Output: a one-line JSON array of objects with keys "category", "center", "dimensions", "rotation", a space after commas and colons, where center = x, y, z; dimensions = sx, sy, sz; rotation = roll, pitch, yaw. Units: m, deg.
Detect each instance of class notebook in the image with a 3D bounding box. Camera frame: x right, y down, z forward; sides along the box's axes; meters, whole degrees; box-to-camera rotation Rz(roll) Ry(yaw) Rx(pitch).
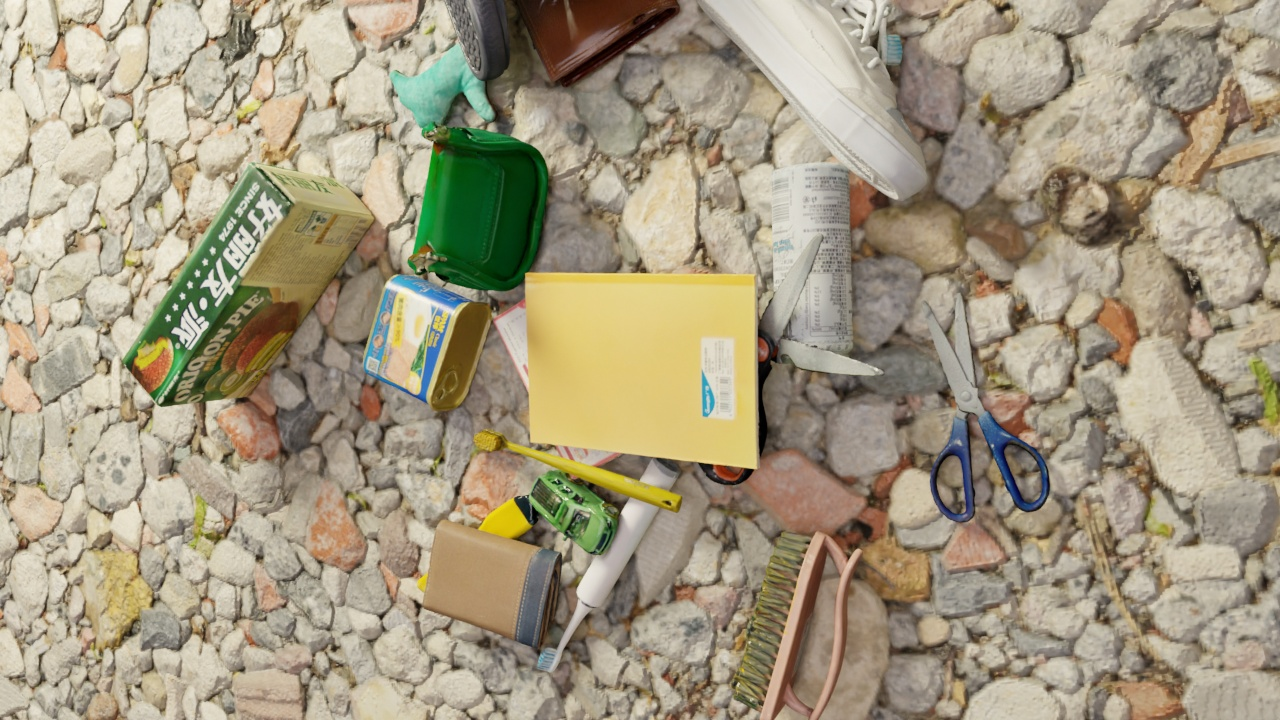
[{"category": "notebook", "center": [-0.004, 0.004, 0.716], "dimensions": [0.207, 0.010, 0.146], "rotation": [3, 99, 30]}]

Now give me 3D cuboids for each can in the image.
[{"category": "can", "center": [0.128, -0.071, 0.688], "dimensions": [0.058, 0.058, 0.146], "rotation": [-1, 92, 21]}, {"category": "can", "center": [-0.190, -0.018, 0.813], "dimensions": [0.083, 0.057, 0.102], "rotation": [23, 100, 21]}]

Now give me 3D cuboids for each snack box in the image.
[{"category": "snack box", "center": [-0.058, 0.014, 0.779], "dimensions": [0.077, 0.027, 0.155], "rotation": [-30, 82, 20]}, {"category": "snack box", "center": [-0.358, -0.065, 0.843], "dimensions": [0.063, 0.114, 0.240], "rotation": [45, 107, 13]}]

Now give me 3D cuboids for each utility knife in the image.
[{"category": "utility knife", "center": [-0.146, 0.168, 0.827], "dimensions": [0.154, 0.015, 0.033], "rotation": [-39, 74, 19]}]

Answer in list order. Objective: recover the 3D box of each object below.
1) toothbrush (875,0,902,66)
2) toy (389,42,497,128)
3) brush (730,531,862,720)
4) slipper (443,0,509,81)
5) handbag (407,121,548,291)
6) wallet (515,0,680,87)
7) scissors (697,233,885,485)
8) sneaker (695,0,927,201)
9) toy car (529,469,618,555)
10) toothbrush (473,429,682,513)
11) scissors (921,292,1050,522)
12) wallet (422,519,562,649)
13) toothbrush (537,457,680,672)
[{"category": "toothbrush", "center": [0.173, -0.328, 0.675], "dimensions": [0.027, 0.026, 0.224], "rotation": [-4, 91, -1]}, {"category": "toy", "center": [-0.169, -0.239, 0.809], "dimensions": [0.092, 0.030, 0.096], "rotation": [-34, 86, 21]}, {"category": "brush", "center": [0.123, 0.201, 0.702], "dimensions": [0.073, 0.063, 0.146], "rotation": [17, 97, 23]}, {"category": "slipper", "center": [-0.140, -0.363, 0.765], "dimensions": [0.083, 0.111, 0.268], "rotation": [-17, 81, -16]}, {"category": "handbag", "center": [-0.137, -0.124, 0.754], "dimensions": [0.068, 0.120, 0.131], "rotation": [15, 100, 25]}, {"category": "wallet", "center": [-0.040, -0.300, 0.756], "dimensions": [0.125, 0.032, 0.101], "rotation": [-28, 80, 19]}, {"category": "scissors", "center": [0.076, 0.000, 0.691], "dimensions": [0.235, 0.021, 0.221], "rotation": [27, 121, 39]}, {"category": "sneaker", "center": [0.140, -0.223, 0.666], "dimensions": [0.091, 0.089, 0.242], "rotation": [-41, 72, 13]}, {"category": "toy car", "center": [-0.057, 0.127, 0.771], "dimensions": [0.091, 0.036, 0.043], "rotation": [31, 101, 37]}, {"category": "toothbrush", "center": [-0.055, 0.090, 0.758], "dimensions": [0.190, 0.016, 0.016], "rotation": [16, 100, 20]}, {"category": "scissors", "center": [0.251, 0.036, 0.672], "dimensions": [0.140, 0.012, 0.171], "rotation": [19, 98, 21]}, {"category": "wallet", "center": [-0.129, 0.194, 0.801], "dimensions": [0.115, 0.033, 0.090], "rotation": [14, 103, 11]}, {"category": "toothbrush", "center": [-0.030, 0.178, 0.777], "dimensions": [0.026, 0.026, 0.221], "rotation": [24, 104, -21]}]
